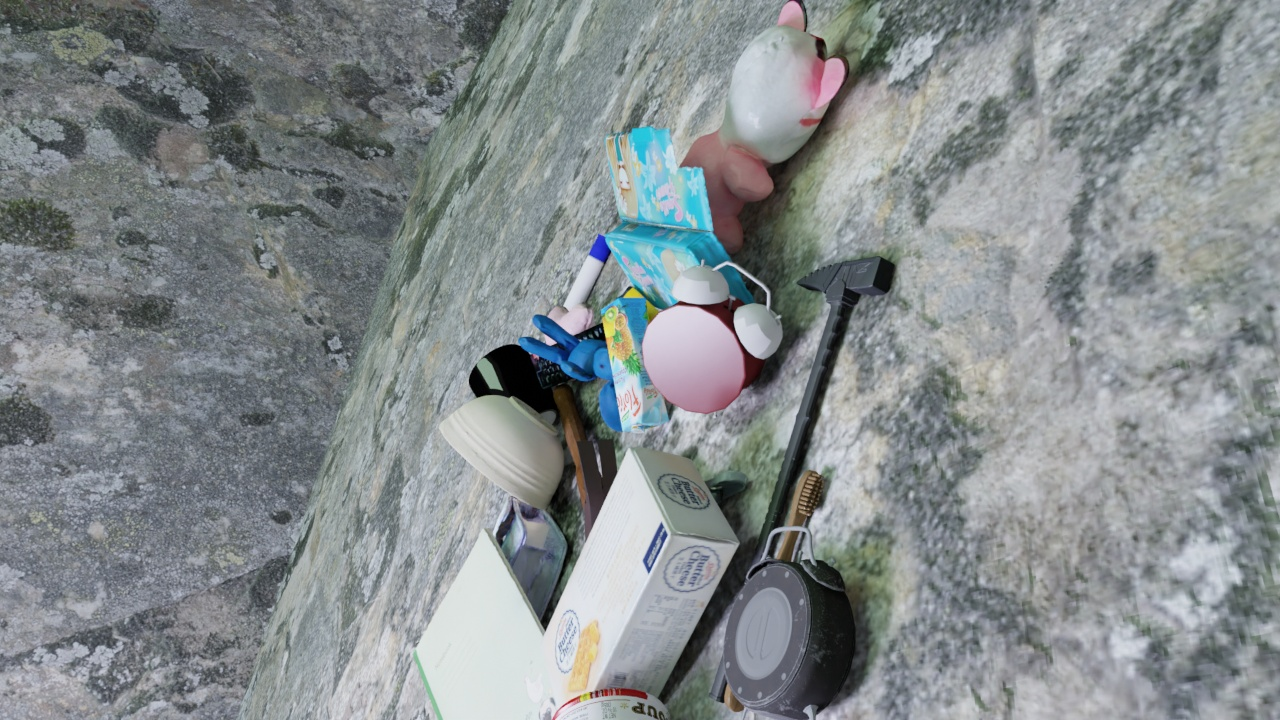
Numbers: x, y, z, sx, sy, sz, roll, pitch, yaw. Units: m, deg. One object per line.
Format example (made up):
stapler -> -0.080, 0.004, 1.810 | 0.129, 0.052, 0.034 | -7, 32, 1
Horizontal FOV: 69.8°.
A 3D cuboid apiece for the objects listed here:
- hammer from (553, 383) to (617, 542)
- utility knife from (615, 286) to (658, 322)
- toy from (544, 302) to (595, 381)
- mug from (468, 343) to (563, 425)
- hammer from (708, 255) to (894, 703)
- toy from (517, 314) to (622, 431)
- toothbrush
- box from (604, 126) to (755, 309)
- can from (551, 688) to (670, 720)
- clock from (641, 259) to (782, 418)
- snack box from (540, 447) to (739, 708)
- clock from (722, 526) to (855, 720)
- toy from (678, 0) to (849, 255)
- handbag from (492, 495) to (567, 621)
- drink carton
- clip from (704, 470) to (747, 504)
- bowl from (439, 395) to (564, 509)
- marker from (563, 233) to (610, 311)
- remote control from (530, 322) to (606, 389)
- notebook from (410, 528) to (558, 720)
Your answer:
hammer -> -0.061, 0.093, 0.943 | 0.322, 0.033, 0.115 | -120, 28, -68
utility knife -> 0.019, -0.027, 0.885 | 0.030, 0.017, 0.163 | -57, 39, 14
toy -> -0.086, -0.020, 1.104 | 0.099, 0.052, 0.096 | -2, 84, 61
mug -> -0.136, 0.035, 1.128 | 0.100, 0.118, 0.085 | 49, 158, 27
hammer -> 0.101, 0.080, 0.658 | 0.095, 0.015, 0.324 | 0, 69, 65
toy -> -0.047, 0.004, 0.950 | 0.176, 0.071, 0.112 | 17, 75, 32
toothbrush -> 0.090, 0.152, 0.610 | 0.166, 0.016, 0.016 | -69, 18, -7
box -> 0.019, -0.119, 0.838 | 0.056, 0.185, 0.227 | -27, 19, -13
can -> -0.017, 0.295, 0.617 | 0.087, 0.086, 0.116 | -53, 27, 29
clock -> 0.057, -0.016, 0.732 | 0.048, 0.096, 0.138 | -35, -21, -52
snack box -> -0.008, 0.180, 0.695 | 0.208, 0.057, 0.104 | -66, 27, 22
clock -> 0.093, 0.165, 0.557 | 0.091, 0.043, 0.122 | -21, 49, 61
toy -> 0.103, -0.209, 0.833 | 0.214, 0.084, 0.141 | -53, 27, 35
handbag -> -0.146, 0.236, 0.980 | 0.158, 0.069, 0.126 | -67, 21, 5
drink carton -> -0.005, 0.005, 0.872 | 0.044, 0.038, 0.128 | -28, 69, 55
clip -> 0.026, 0.139, 0.750 | 0.164, 0.028, 0.107 | -15, 56, 62
bowl -> -0.140, 0.089, 1.017 | 0.075, 0.150, 0.151 | -52, 24, 0
marker -> -0.073, -0.099, 1.186 | 0.133, 0.023, 0.027 | -63, 2, 8
remote control -> -0.068, -0.007, 1.045 | 0.151, 0.022, 0.047 | -20, 91, 43
notebook -> -0.141, 0.310, 0.873 | 0.182, 0.010, 0.252 | -59, 43, 18
